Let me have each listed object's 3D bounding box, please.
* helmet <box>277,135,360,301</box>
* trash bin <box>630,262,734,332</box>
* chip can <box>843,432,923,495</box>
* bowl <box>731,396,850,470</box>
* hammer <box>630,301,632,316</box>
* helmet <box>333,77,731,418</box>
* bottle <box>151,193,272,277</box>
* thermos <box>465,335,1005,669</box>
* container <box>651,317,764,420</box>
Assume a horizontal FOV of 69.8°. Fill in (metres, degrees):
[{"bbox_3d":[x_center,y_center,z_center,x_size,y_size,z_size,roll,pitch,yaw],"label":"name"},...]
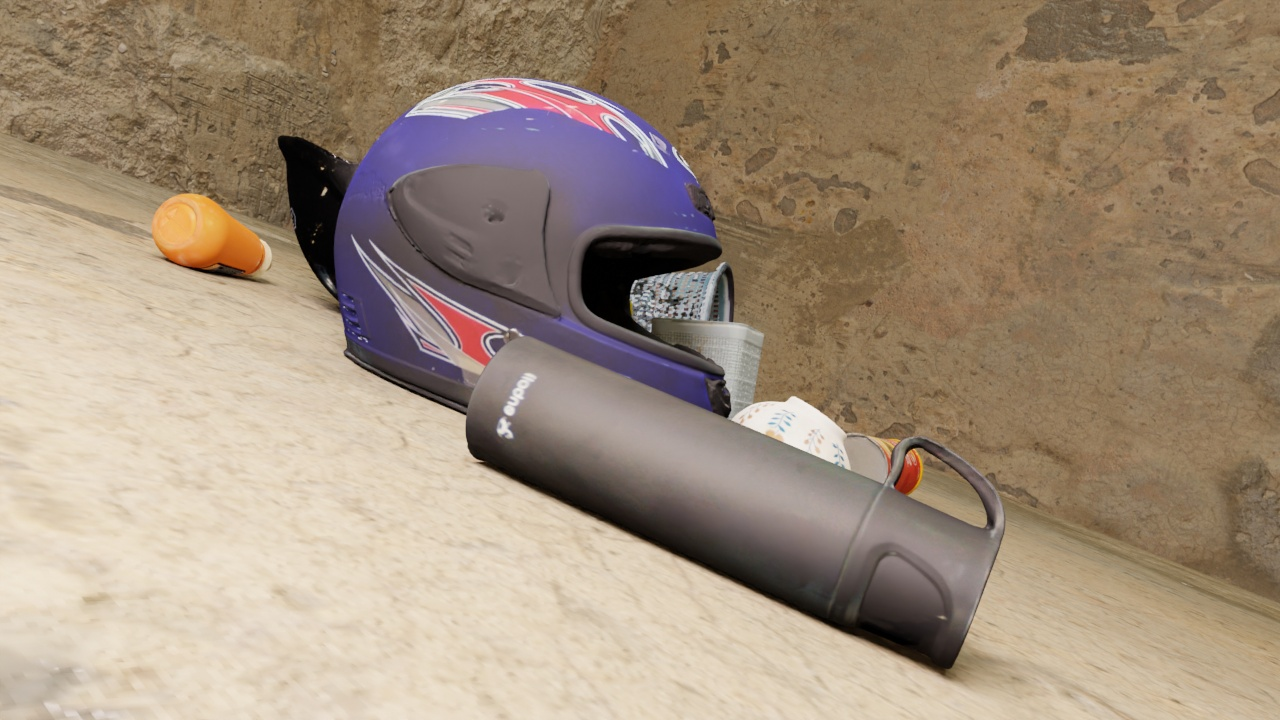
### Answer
[{"bbox_3d":[-0.231,-0.140,0.935,0.274,0.230,0.234,8,2,-19],"label":"helmet"},{"bbox_3d":[0.023,-0.040,1.354,0.195,0.226,0.226,7,-1,15],"label":"trash bin"},{"bbox_3d":[0.257,0.117,1.007,0.073,0.073,0.216,21,2,27],"label":"chip can"},{"bbox_3d":[0.129,0.070,0.753,0.113,0.062,0.113,38,-1,1],"label":"bowl"},{"bbox_3d":[-0.171,-0.066,1.086,0.324,0.032,0.126,3,0,13],"label":"hammer"},{"bbox_3d":[-0.060,-0.074,0.675,0.315,0.240,0.247,21,4,8],"label":"helmet"},{"bbox_3d":[-0.404,-0.112,0.890,0.067,0.066,0.149,21,-5,10],"label":"bottle"},{"bbox_3d":[0.040,0.051,0.430,0.243,0.090,0.068,21,-14,20],"label":"thermos"},{"bbox_3d":[0.057,0.023,0.847,0.090,0.111,0.090,6,-3,22],"label":"container"}]
